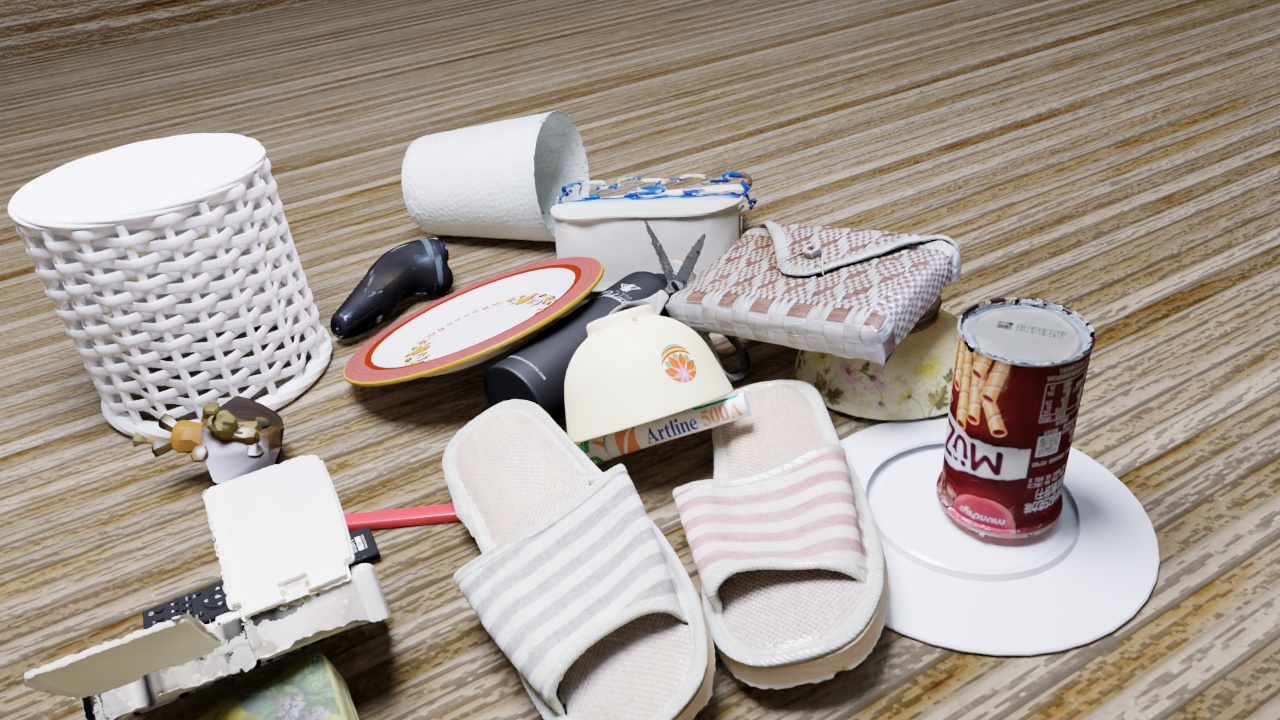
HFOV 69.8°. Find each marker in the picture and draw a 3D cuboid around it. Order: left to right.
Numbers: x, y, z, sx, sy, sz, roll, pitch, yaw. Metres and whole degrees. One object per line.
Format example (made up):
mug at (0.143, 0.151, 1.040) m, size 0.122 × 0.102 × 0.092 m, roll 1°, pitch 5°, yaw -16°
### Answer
marker at (0.003, 0.051, 0.622) m, size 0.146 × 0.017 × 0.017 m, roll -18°, pitch 30°, yaw 15°

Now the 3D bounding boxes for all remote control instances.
remote control at (-0.234, 0.139, 0.570) m, size 0.140 × 0.009 × 0.030 m, roll -20°, pitch 35°, yaw -20°

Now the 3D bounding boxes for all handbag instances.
handbag at (0.014, -0.144, 0.902) m, size 0.201 × 0.093 × 0.199 m, roll -2°, pitch 25°, yaw 8°
handbag at (0.122, -0.058, 0.668) m, size 0.186 × 0.047 × 0.123 m, roll 12°, pitch 45°, yaw 41°

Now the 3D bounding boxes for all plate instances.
plate at (-0.135, -0.030, 0.766) m, size 0.230 × 0.021 × 0.229 m, roll -19°, pitch 20°, yaw 7°
plate at (0.200, 0.091, 0.561) m, size 0.208 × 0.015 × 0.208 m, roll -5°, pitch 32°, yaw 3°

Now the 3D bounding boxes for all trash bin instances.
trash bin at (-0.154, -0.188, 0.966) m, size 0.161 × 0.133 × 0.133 m, roll 1°, pitch 33°, yaw 21°

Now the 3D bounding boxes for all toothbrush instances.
toothbrush at (-0.141, 0.098, 0.609) m, size 0.212 × 0.018 × 0.012 m, roll -6°, pitch 33°, yaw 1°

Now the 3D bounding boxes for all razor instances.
razor at (-0.229, -0.063, 0.856) m, size 0.064 × 0.053 × 0.140 m, roll 35°, pitch 49°, yaw 3°

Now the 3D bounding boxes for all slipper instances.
slipper at (-0.051, 0.104, 0.527) m, size 0.114 × 0.054 × 0.272 m, roll -30°, pitch 40°, yaw -8°
slipper at (0.079, 0.080, 0.557) m, size 0.115 × 0.052 × 0.262 m, roll -12°, pitch 29°, yaw 10°

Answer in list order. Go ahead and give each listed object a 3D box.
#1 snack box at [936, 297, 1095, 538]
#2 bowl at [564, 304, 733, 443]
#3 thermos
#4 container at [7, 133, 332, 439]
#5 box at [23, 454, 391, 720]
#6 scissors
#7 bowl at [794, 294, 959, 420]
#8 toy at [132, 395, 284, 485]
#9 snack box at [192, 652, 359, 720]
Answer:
snack box at (0.210, 0.033, 0.520) m, size 0.072 × 0.121 × 0.072 m, roll -5°, pitch 33°, yaw 3°
bowl at (-0.004, 0.004, 0.630) m, size 0.118 × 0.074 × 0.118 m, roll -18°, pitch -1°, yaw 0°
thermos at (-0.023, -0.024, 0.739) m, size 0.061 × 0.061 × 0.230 m, roll 19°, pitch 40°, yaw 34°
container at (-0.372, -0.064, 0.747) m, size 0.189 × 0.187 × 0.189 m, roll -5°, pitch 33°, yaw 3°
box at (-0.206, 0.105, 0.446) m, size 0.143 × 0.099 × 0.184 m, roll -19°, pitch -9°, yaw -21°
scissors at (0.028, -0.043, 0.728) m, size 0.157 × 0.013 × 0.171 m, roll -29°, pitch 72°, yaw -38°
bowl at (0.188, -0.020, 0.690) m, size 0.145 × 0.063 × 0.145 m, roll -5°, pitch 30°, yaw 3°
toy at (-0.309, 0.057, 0.659) m, size 0.100 × 0.063 × 0.076 m, roll 6°, pitch 49°, yaw -14°
snack box at (-0.169, 0.213, 0.392) m, size 0.121 × 0.045 × 0.181 m, roll -28°, pitch 34°, yaw -16°
